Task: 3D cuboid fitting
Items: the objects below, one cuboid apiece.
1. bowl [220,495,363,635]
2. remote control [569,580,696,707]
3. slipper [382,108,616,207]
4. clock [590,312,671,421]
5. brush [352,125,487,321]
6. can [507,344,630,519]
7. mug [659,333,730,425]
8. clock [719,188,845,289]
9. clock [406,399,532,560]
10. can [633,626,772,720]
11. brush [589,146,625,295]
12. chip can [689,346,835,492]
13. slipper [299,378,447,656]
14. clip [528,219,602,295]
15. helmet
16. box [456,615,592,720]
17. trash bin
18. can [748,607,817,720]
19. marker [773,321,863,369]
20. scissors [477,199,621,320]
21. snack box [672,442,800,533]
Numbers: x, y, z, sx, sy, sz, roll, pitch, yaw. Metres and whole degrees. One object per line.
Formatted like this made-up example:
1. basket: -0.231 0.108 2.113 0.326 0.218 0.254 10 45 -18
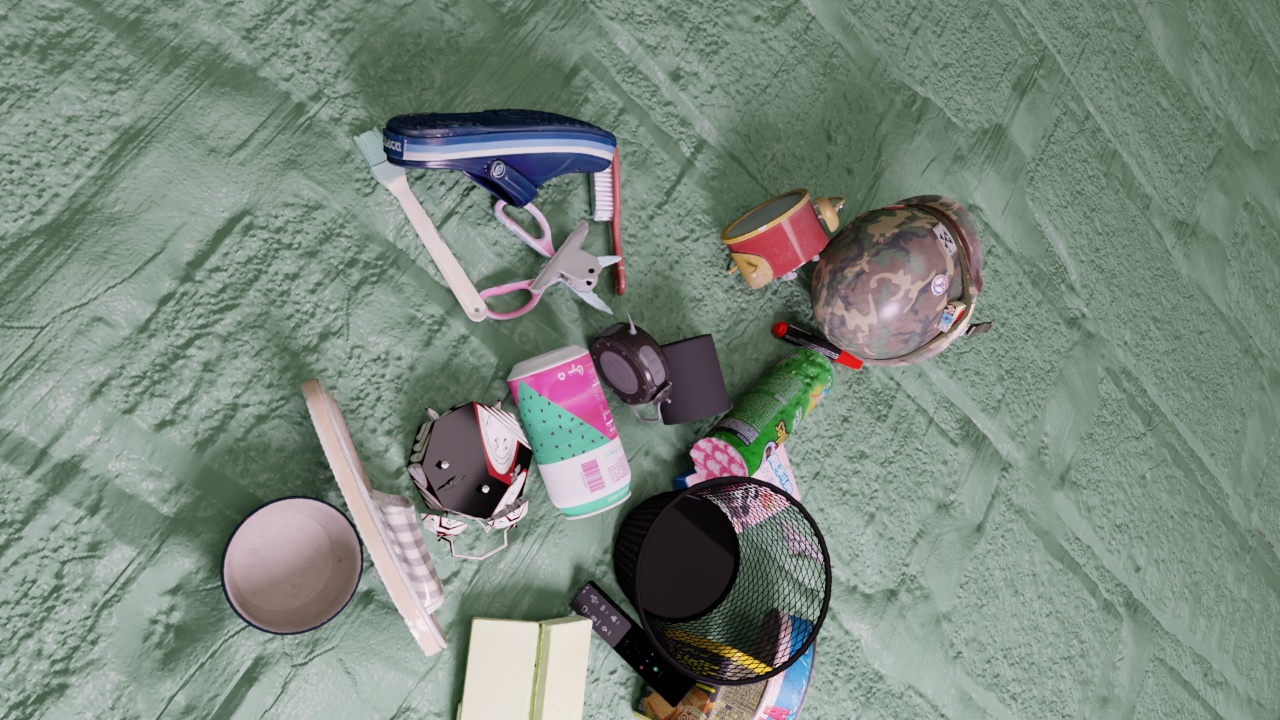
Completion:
1. bowl: -0.307 0.176 0.798 0.115 0.059 0.115 5 81 -32
2. remote control: -0.009 0.290 0.944 0.150 0.013 0.034 41 103 15
3. slipper: -0.143 -0.206 0.936 0.252 0.105 0.095 -10 114 -38
4. clock: -0.006 0.006 0.993 0.043 0.091 0.123 -39 108 -30
5. brush: -0.216 -0.133 0.920 0.033 0.012 0.217 -36 101 -30
6. can: -0.071 0.072 0.944 0.088 0.088 0.166 -22 96 -33
7. mug: 0.062 0.018 1.051 0.113 0.078 0.088 -18 94 -60
8. clock: 0.180 -0.151 1.112 0.158 0.117 0.081 -35 107 -10
9. clock: -0.161 0.117 0.895 0.114 0.065 0.154 -4 85 -33
10. can: 0.063 0.352 0.970 0.072 0.131 0.101 34 69 -24
11. brush: -0.038 -0.158 1.030 0.030 0.041 0.172 -3 88 -16
12. chip can: 0.149 0.063 1.074 0.222 0.076 0.075 -38 104 -41
13. slipper: -0.233 0.137 0.826 0.054 0.114 0.272 -26 96 -11
14. clip: -0.069 -0.097 0.975 0.054 0.041 0.101 33 70 5
15. helmet: 0.325 -0.100 1.144 0.224 0.192 0.236 -51 148 13
16. box: -0.112 0.348 0.903 0.140 0.048 0.187 10 84 -28
17. trash bin: 0.063 0.207 0.918 0.184 0.210 0.184 1 84 -12
18. can: 0.152 0.346 1.023 0.044 0.130 0.129 19 72 -1
19. marker: 0.231 -0.020 1.189 0.145 0.021 0.023 20 48 -29
20. scissors: -0.102 -0.109 0.978 0.170 0.014 0.168 -17 87 -21
21. snack box: 0.116 0.152 1.086 0.153 0.033 0.088 -20 94 -33
